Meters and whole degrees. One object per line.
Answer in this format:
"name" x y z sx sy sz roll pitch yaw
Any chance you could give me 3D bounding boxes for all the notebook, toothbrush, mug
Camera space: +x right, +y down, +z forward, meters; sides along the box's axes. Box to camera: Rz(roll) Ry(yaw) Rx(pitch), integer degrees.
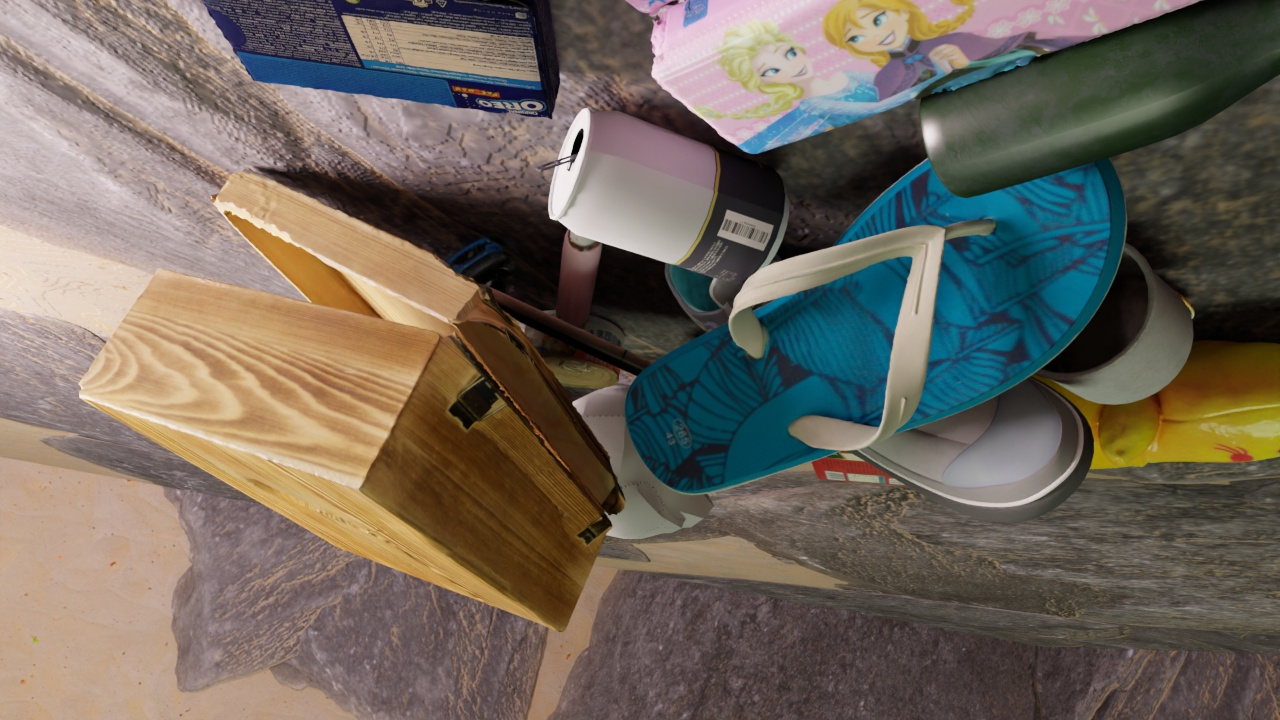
"notebook" -0.004 0.004 0.648 0.209 0.008 0.141 25 177 5
"toothbrush" -0.039 -0.069 0.606 0.027 0.026 0.223 52 163 9
"mug" 0.252 -0.026 0.534 0.070 0.084 0.113 21 -173 -39

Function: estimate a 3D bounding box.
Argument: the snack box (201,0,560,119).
"snack box" -0.113 -0.148 0.406 0.150 0.027 0.082 9 163 2

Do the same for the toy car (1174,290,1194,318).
"toy car" 0.290 -0.013 0.587 0.047 0.047 0.112 23 157 -29

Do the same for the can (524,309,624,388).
"can" -0.058 -0.007 0.769 0.086 0.043 0.086 8 162 2

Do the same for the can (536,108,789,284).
"can" 0.009 -0.086 0.474 0.127 0.064 0.064 15 161 -19

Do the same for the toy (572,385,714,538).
"toy" 0.007 0.086 0.849 0.268 0.140 0.247 -12 139 18

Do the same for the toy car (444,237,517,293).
"toy car" -0.124 -0.051 0.652 0.043 0.056 0.120 53 160 5

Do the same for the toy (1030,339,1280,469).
"toy" 0.350 0.033 0.621 0.194 0.087 0.134 -13 167 30

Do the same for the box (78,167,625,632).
"box" -0.154 0.040 0.616 0.247 0.175 0.279 15 155 26

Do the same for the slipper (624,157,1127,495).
"slipper" 0.102 -0.005 0.468 0.296 0.118 0.060 -32 180 30

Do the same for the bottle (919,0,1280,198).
"bottle" 0.195 -0.109 0.339 0.175 0.055 0.055 -11 153 43

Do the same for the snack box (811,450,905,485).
"snack box" 0.203 0.055 0.808 0.113 0.060 0.236 3 161 18

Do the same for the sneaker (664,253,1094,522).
"sneaker" 0.123 -0.004 0.537 0.160 0.093 0.257 37 174 -37

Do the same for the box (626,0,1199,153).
"box" 0.085 -0.148 0.309 0.231 0.035 0.159 -10 153 42
